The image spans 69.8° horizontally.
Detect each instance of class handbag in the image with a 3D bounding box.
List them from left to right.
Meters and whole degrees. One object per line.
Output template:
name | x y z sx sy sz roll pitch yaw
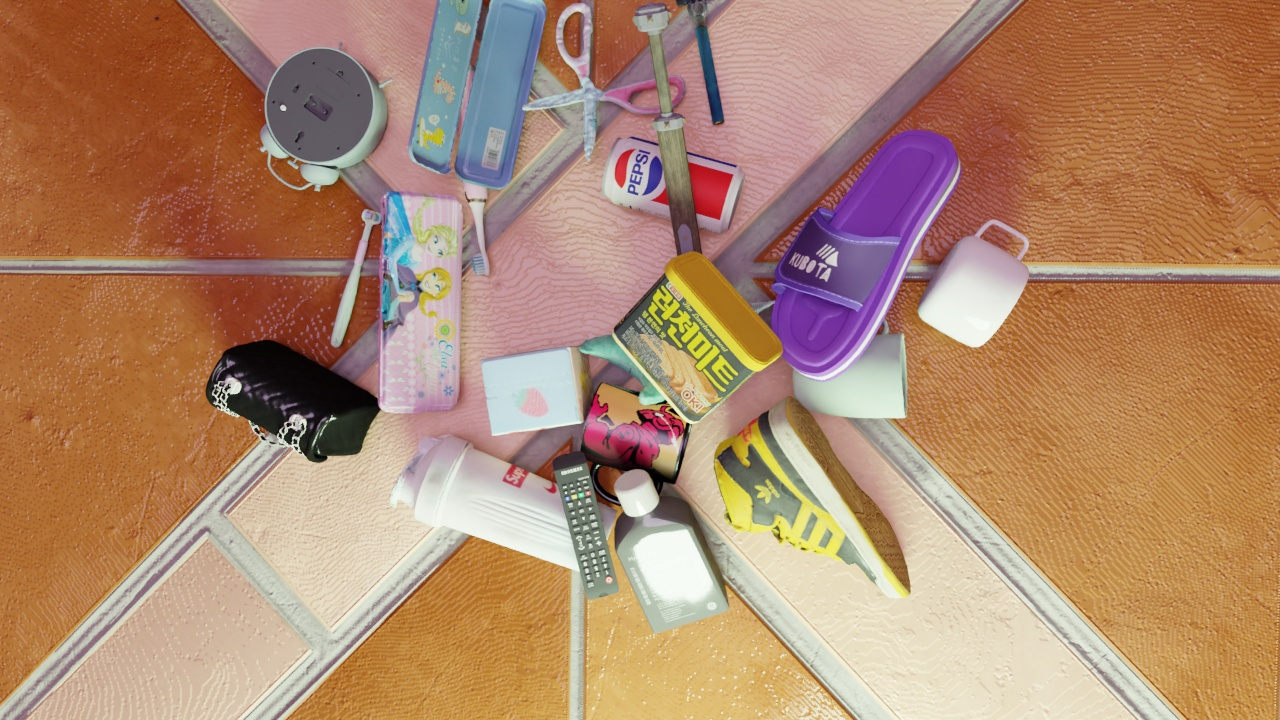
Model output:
handbag | -0.373 0.057 0.956 0.154 0.125 0.115 31 95 5

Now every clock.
clock | -0.343 -0.258 0.986 0.122 0.045 0.159 36 96 5

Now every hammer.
hammer | 0.039 -0.173 0.866 0.147 0.028 0.317 -4 120 13

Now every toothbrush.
toothbrush | -0.312 -0.088 1.000 0.022 0.015 0.155 15 94 -28
toothbrush | -0.177 -0.201 0.974 0.026 0.027 0.222 -5 90 -18

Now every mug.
mug | -0.006 0.091 0.931 0.098 0.081 0.118 14 94 7
mug | 0.208 0.002 0.907 0.104 0.084 0.111 -1 68 20
mug | 0.322 -0.076 0.877 0.068 0.094 0.116 31 102 7

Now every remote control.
remote control | -0.054 0.163 0.901 0.033 0.015 0.147 -14 91 -3

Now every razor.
razor | 0.067 -0.314 0.943 0.042 0.022 0.144 -11 91 9

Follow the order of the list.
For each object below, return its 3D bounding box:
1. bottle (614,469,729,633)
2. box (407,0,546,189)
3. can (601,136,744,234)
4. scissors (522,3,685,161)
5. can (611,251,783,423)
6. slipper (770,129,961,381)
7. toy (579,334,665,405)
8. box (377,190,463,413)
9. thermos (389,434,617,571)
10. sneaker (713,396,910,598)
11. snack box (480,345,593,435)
bottle | 0.021 0.185 0.911 0.084 0.046 0.174 -19 116 7
box | -0.170 -0.289 0.942 0.124 0.043 0.209 13 87 -32
can | 0.033 -0.178 0.925 0.132 0.070 0.070 17 93 7
scissors | -0.043 -0.294 0.953 0.170 0.013 0.177 -12 84 0
can | 0.052 -0.020 0.877 0.131 0.072 0.101 49 122 8
slipper | 0.200 -0.117 0.866 0.107 0.084 0.266 30 84 40
toy | -0.006 0.005 0.931 0.105 0.084 0.033 36 121 24
box | -0.239 -0.060 0.982 0.084 0.071 0.230 1 91 -24
thermos | -0.138 0.149 0.951 0.220 0.099 0.099 21 94 1
sneaker | 0.162 0.157 0.909 0.122 0.085 0.238 -30 101 26
snack box | -0.102 0.029 0.936 0.093 0.094 0.079 -8 90 7
